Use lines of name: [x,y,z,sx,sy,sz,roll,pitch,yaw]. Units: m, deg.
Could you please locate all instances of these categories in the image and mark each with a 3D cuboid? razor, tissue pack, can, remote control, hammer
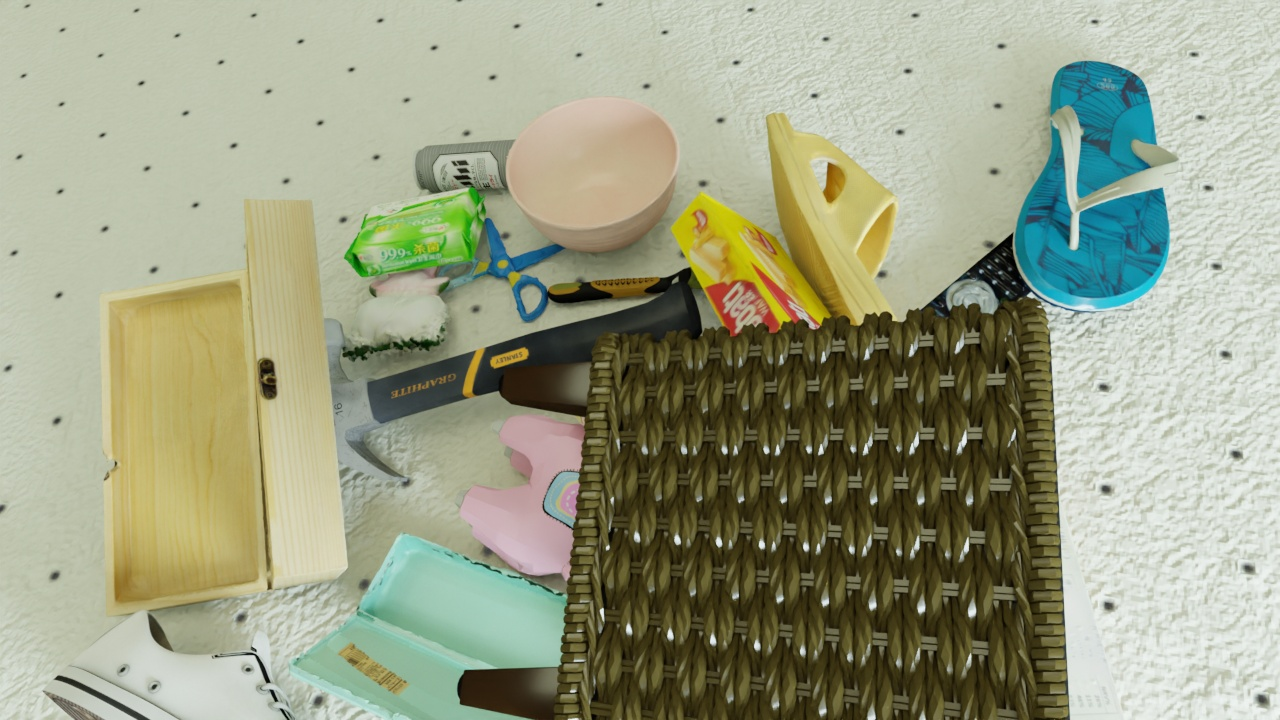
razor: [-0.007,-0.064,0.771,0.144,0.021,0.044,-5,39,5]
tissue pack: [-0.193,-0.114,0.807,0.114,0.034,0.099,-10,34,5]
can: [-0.156,-0.182,0.859,0.107,0.044,0.043,-2,57,8]
remote control: [0.265,-0.048,0.715,0.140,0.021,0.045,-37,66,-16]
hammer: [-0.108,-0.001,0.696,0.313,0.035,0.139,-16,79,9]

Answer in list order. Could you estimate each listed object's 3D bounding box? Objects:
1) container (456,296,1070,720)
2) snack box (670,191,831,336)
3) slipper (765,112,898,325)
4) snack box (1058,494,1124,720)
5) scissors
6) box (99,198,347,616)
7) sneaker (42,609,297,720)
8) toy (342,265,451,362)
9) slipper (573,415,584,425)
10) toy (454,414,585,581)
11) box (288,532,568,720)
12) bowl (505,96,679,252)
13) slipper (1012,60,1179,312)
container: [0.063,0.107,0.453,0.205,0.321,0.176,1,72,12]
snack box: [0.094,-0.041,0.671,0.042,0.092,0.200,-49,38,23]
slipper: [0.165,-0.087,0.715,0.078,0.100,0.263,-15,60,-3]
snack box: [0.237,0.165,0.570,0.076,0.044,0.272,-2,57,1]
scissors: [-0.122,-0.080,0.807,0.127,0.013,0.125,-18,57,-6]
box: [-0.291,0.042,0.661,0.253,0.118,0.247,-16,75,28]
sneaker: [-0.253,0.229,0.590,0.246,0.091,0.096,15,46,20]
toy: [-0.199,-0.043,0.779,0.096,0.041,0.108,-4,52,9]
slipper: [0.050,0.024,0.633,0.197,0.082,0.093,10,18,-9]
toy: [-0.039,0.096,0.646,0.157,0.067,0.123,16,62,14]
box: [-0.114,0.194,0.604,0.187,0.055,0.138,16,45,20]
bowl: [-0.037,-0.150,0.800,0.153,0.076,0.152,-4,58,6]
slipper: [0.376,-0.158,0.738,0.118,0.060,0.294,19,58,5]
